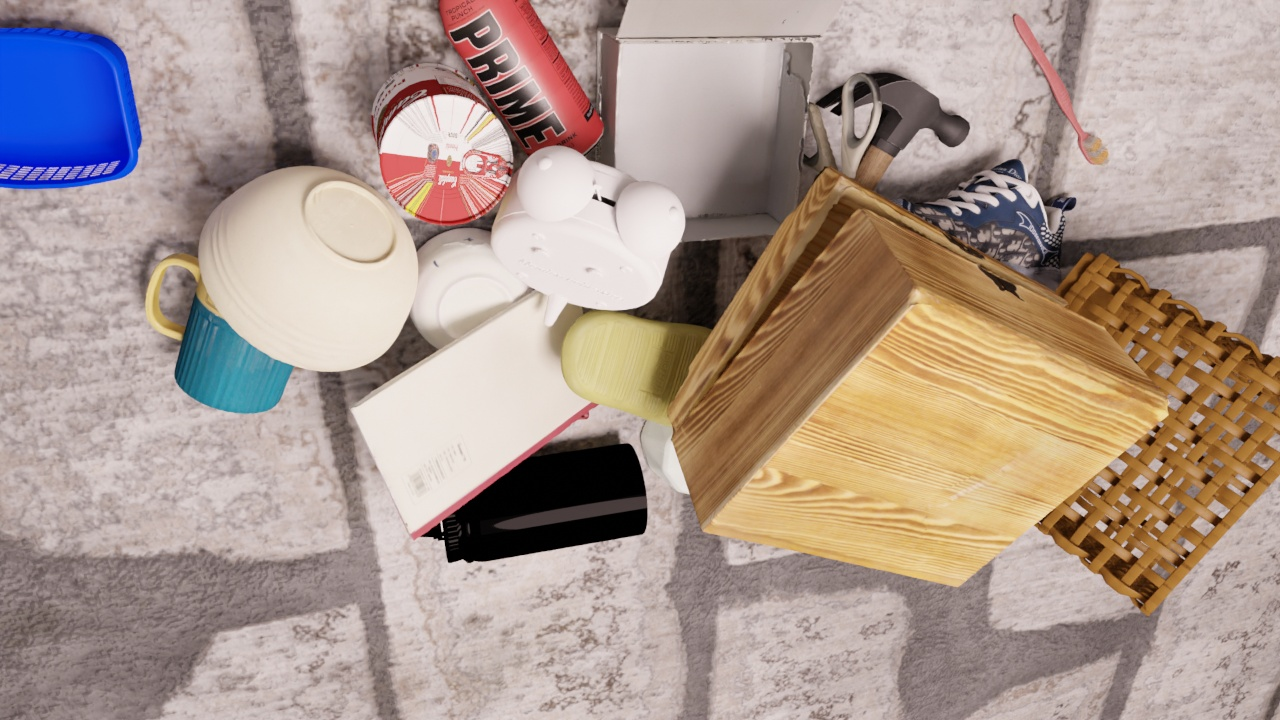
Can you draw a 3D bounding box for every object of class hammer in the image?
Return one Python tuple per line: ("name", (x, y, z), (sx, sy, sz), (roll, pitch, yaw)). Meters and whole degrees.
("hammer", (0.161, -0.105, 0.821), (0.132, 0.040, 0.306), (20, 110, -30))

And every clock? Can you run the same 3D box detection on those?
("clock", (-0.042, -0.081, 0.652), (0.125, 0.161, 0.072), (20, 70, -10))

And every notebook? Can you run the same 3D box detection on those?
("notebook", (-0.121, 0.037, 0.745), (0.208, 0.012, 0.153), (-35, 138, -27))

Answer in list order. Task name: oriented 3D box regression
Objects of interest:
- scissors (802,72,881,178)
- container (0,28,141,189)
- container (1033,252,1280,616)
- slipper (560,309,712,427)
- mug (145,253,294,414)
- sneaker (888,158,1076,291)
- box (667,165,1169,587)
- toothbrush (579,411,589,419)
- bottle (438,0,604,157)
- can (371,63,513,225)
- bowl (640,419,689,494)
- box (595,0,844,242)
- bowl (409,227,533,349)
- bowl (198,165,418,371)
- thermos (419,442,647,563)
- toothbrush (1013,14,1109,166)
("scissors", (0.157, -0.149, 0.740), (0.012, 0.154, 0.163), (-6, 122, -36))
("container", (-0.387, -0.165, 0.591), (0.114, 0.058, 0.096), (-5, 118, -16))
("container", (0.456, 0.068, 0.850), (0.220, 0.214, 0.251), (-56, 149, 14))
("slipper", (-0.005, 0.005, 0.789), (0.190, 0.082, 0.091), (12, 89, -45))
("mug", (-0.306, -0.031, 0.681), (0.113, 0.083, 0.107), (22, 112, -14))
("sneaker", (0.300, -0.121, 0.821), (0.269, 0.103, 0.132), (10, 101, -36))
("box", (0.193, 0.034, 0.698), (0.278, 0.167, 0.246), (17, 122, -31))
("toothbrush", (-0.137, 0.051, 0.813), (0.189, 0.016, 0.016), (-1, 116, -18))
("bottle", (-0.095, -0.222, 0.656), (0.062, 0.062, 0.176), (-34, 122, 1))
("can", (-0.142, -0.154, 0.644), (0.086, 0.116, 0.087), (-8, 119, -15))
("bowl", (0.065, 0.082, 0.872), (0.117, 0.061, 0.118), (-8, 118, -15))
("box", (0.072, -0.278, 0.617), (0.166, 0.119, 0.480), (-7, 141, -16))
("bowl", (-0.136, -0.049, 0.740), (0.104, 0.054, 0.105), (-7, 118, -13))
("bowl", (-0.214, -0.075, 0.633), (0.150, 0.150, 0.076), (29, 137, -29))
("thermos", (-0.101, 0.131, 0.827), (0.198, 0.086, 0.086), (-7, 119, -15))
("toothbrush", (0.382, -0.243, 0.833), (0.015, 0.015, 0.184), (-47, 119, 2))
